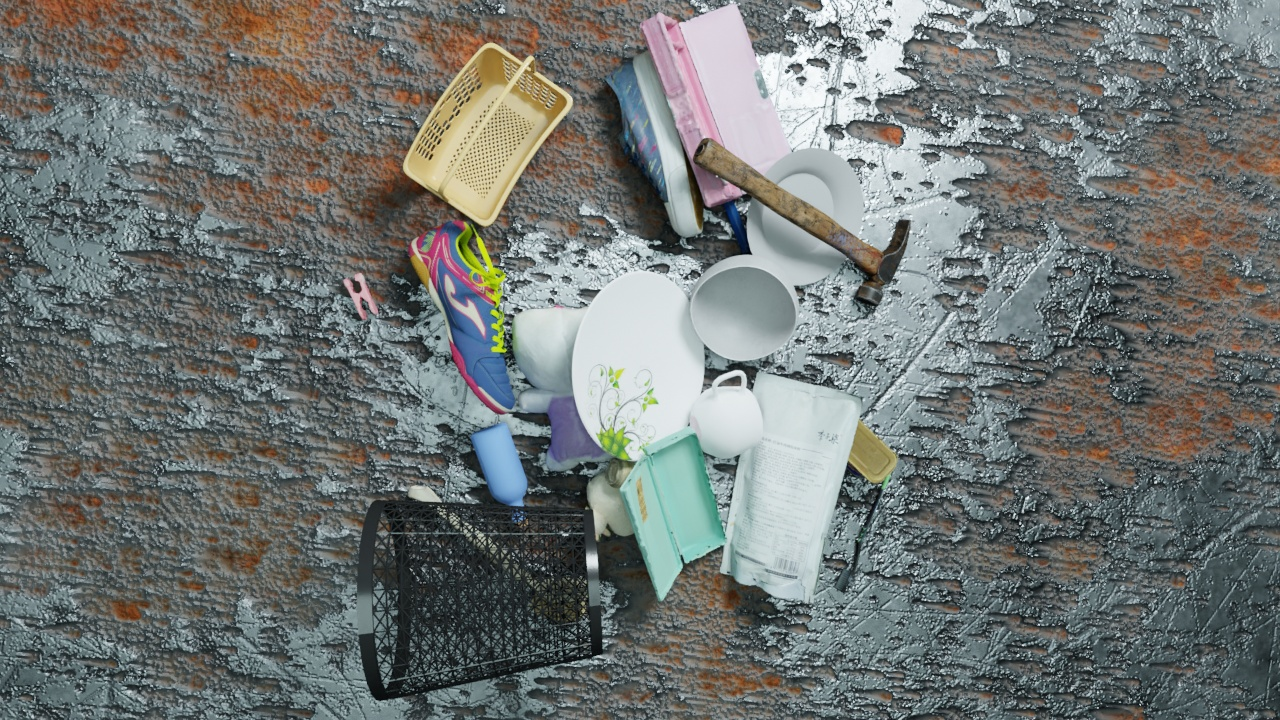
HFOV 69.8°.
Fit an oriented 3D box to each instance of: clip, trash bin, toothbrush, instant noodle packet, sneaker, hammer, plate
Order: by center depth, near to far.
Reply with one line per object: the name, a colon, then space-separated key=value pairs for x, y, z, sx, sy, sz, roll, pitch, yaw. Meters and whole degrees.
trash bin: x=-0.170 y=0.258 z=1.033 sx=0.243 sy=0.217 sz=0.217 roll=-4 pitch=93 yaw=-4
sneaker: x=-0.193 y=-0.054 z=1.102 sx=0.091 sy=0.116 sz=0.242 roll=-25 pitch=88 yaw=5
plate: x=-0.007 y=0.007 z=1.117 sx=0.228 sy=0.030 sz=0.229 roll=-5 pitch=97 yaw=-46
hammer: x=0.201 y=-0.186 z=1.120 sx=0.330 sy=0.033 sz=0.120 roll=26 pitch=88 yaw=-29
clip: x=-0.352 y=-0.076 z=1.135 sx=0.041 sy=0.023 sz=0.059 roll=-18 pitch=88 yaw=0
sneaker: x=0.017 y=-0.261 z=1.141 sx=0.079 sy=0.087 sz=0.235 roll=-16 pitch=89 yaw=14
plate: x=0.206 y=-0.182 z=1.164 sx=0.172 sy=0.019 sz=0.173 roll=-8 pitch=110 yaw=-22
instant noodle packet: x=0.187 y=0.160 z=1.166 sx=0.147 sy=0.057 sz=0.269 roll=14 pitch=93 yaw=30
toothbrush: x=0.103 y=-0.227 z=1.173 sx=0.016 sy=0.017 sz=0.190 roll=-23 pitch=95 yaw=-8
toothbrush: x=0.298 y=0.219 z=1.215 sx=0.017 sy=0.014 sz=0.188 roll=22 pitch=90 yaw=1

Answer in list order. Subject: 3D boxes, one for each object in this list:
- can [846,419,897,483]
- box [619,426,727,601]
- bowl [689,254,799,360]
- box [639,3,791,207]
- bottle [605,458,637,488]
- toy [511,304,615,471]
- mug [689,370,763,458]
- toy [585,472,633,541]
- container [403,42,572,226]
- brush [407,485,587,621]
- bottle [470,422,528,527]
can: x=0.280 y=0.111 z=1.185 sx=0.100 sy=0.059 sz=0.054 roll=43 pitch=88 yaw=-7
box: x=0.037 y=0.188 z=1.126 sx=0.137 sy=0.056 sz=0.187 roll=-32 pitch=123 yaw=-26
bowl: x=0.131 y=-0.072 z=1.147 sx=0.132 sy=0.064 sz=0.132 roll=5 pitch=120 yaw=8
box: x=0.088 y=-0.313 z=1.135 sx=0.172 sy=0.075 sz=0.233 roll=-24 pitch=97 yaw=-39
bottle: x=0.010 y=0.149 z=1.152 sx=0.109 sy=0.043 sz=0.042 roll=14 pitch=91 yaw=-28
toy: x=-0.086 y=0.032 z=1.136 sx=0.137 sy=0.085 sz=0.209 roll=-13 pitch=99 yaw=-4
mug: x=0.104 y=0.064 z=1.141 sx=0.076 sy=0.090 sz=0.124 roll=-12 pitch=129 yaw=-16
toy: x=-0.033 y=0.183 z=1.160 sx=0.112 sy=0.050 sz=0.087 roll=-39 pitch=96 yaw=-25
container: x=-0.180 y=-0.263 z=1.069 sx=0.129 sy=0.167 sz=0.183 roll=34 pitch=89 yaw=-6
brush: x=-0.178 y=0.240 z=1.153 sx=0.272 sy=0.062 sz=0.077 roll=35 pitch=84 yaw=-2
bottle: x=-0.169 y=0.146 z=1.148 sx=0.048 sy=0.048 sz=0.131 roll=-19 pitch=94 yaw=-5
